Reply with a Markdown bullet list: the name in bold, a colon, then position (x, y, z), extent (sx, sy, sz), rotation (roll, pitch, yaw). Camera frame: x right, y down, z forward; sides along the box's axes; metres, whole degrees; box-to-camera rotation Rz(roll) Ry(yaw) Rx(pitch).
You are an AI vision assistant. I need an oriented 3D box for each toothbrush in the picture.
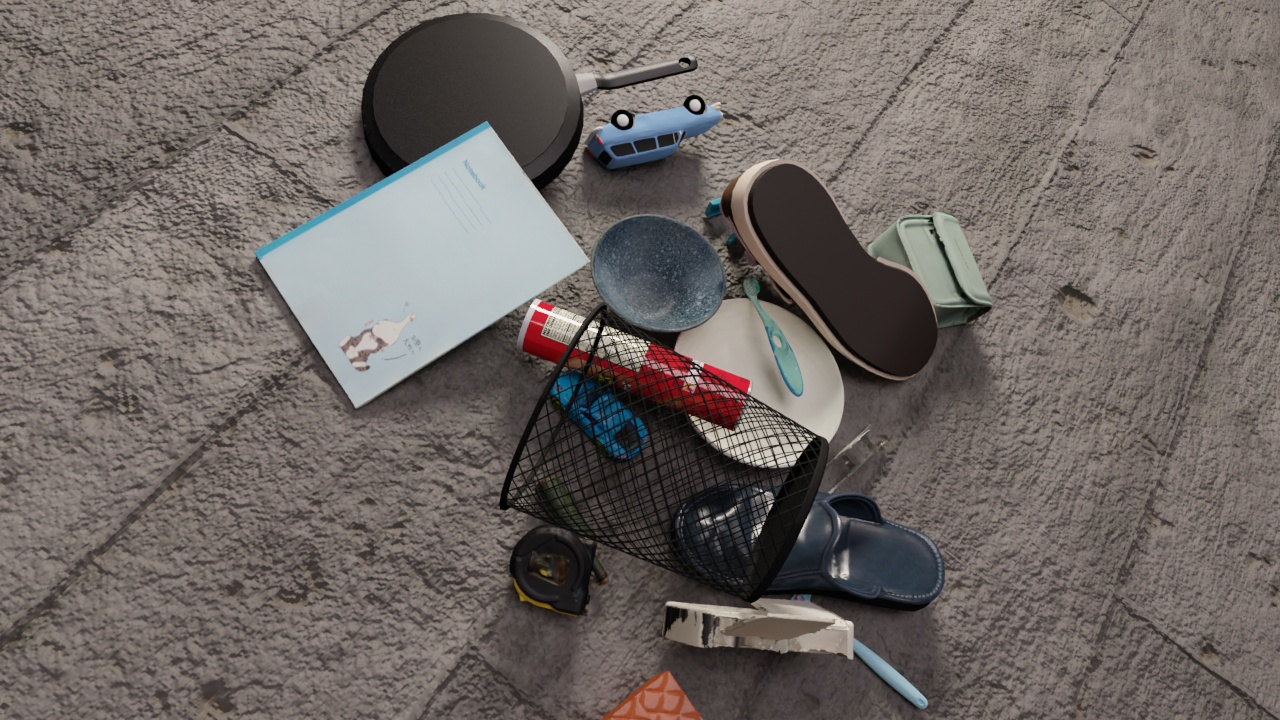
- **toothbrush**: position (0.133, -0.026, 0.918), extent (0.022, 0.017, 0.135), rotation (-13, 70, -24)
- **toothbrush**: position (0.202, 0.265, 0.842), extent (0.155, 0.016, 0.022), rotation (40, 83, 4)

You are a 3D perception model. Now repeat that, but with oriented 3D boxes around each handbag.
- **handbag**: position (0.328, -0.103, 1.031), extent (0.106, 0.067, 0.121), rotation (-6, 67, -22)
- **handbag**: position (0.028, 0.351, 0.723), extent (0.108, 0.060, 0.172), rotation (-32, 78, -24)

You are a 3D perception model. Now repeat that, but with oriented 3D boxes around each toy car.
- **toy car**: position (0.017, -0.247, 0.999), extent (0.153, 0.056, 0.055), rotation (-16, 90, -15)
- **toy car**: position (-0.039, 0.048, 0.859), extent (0.105, 0.032, 0.048), rotation (44, 61, 7)

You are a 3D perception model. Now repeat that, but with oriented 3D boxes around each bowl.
- **bowl**: position (0.012, -0.074, 0.918), extent (0.137, 0.057, 0.136), rotation (6, 61, -12)

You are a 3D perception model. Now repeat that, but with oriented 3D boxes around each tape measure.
- **tape measure**: position (-0.073, 0.174, 0.771), extent (0.072, 0.042, 0.071), rotation (9, 90, 3)

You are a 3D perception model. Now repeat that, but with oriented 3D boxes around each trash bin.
- **trash bin**: position (0.024, 0.083, 0.737), extent (0.210, 0.184, 0.183), rotation (26, 60, 4)

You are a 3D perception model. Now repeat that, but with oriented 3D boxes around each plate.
- **plate**: position (0.114, 0.025, 0.918), extent (0.182, 0.034, 0.182), rotation (7, 64, -15)

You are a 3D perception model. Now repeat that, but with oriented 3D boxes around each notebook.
- **notebook**: position (-0.201, -0.096, 0.854), extent (0.253, 0.009, 0.181), rotation (-34, 79, -13)

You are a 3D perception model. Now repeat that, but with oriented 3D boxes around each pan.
- **pan**: position (-0.108, -0.276, 0.944), extent (0.356, 0.034, 0.225), rotation (-16, 72, -9)

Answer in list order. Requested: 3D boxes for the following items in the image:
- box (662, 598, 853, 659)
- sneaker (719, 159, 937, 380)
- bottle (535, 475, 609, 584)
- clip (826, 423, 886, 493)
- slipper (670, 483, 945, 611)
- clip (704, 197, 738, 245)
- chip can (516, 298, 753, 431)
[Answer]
- **box**: position (0.114, 0.214, 0.737), extent (0.143, 0.185, 0.044), rotation (10, 76, -20)
- **sneaker**: position (0.187, -0.087, 0.965), extent (0.293, 0.116, 0.111), rotation (39, 83, -22)
- **bottle**: position (-0.058, 0.150, 0.808), extent (0.025, 0.025, 0.106), rotation (-26, 76, -27)
- **clip**: position (0.209, 0.086, 0.912), extent (0.101, 0.060, 0.052), rotation (-36, 61, -29)
- **slipper**: position (0.163, 0.159, 0.832), extent (0.265, 0.084, 0.108), rotation (12, 54, -7)
- **clip**: position (0.144, -0.163, 1.025), extent (0.120, 0.030, 0.130), rotation (40, 60, -2)
- **chip can**: position (-0.005, 0.005, 0.848), extent (0.215, 0.052, 0.051), rotation (21, 60, 3)
